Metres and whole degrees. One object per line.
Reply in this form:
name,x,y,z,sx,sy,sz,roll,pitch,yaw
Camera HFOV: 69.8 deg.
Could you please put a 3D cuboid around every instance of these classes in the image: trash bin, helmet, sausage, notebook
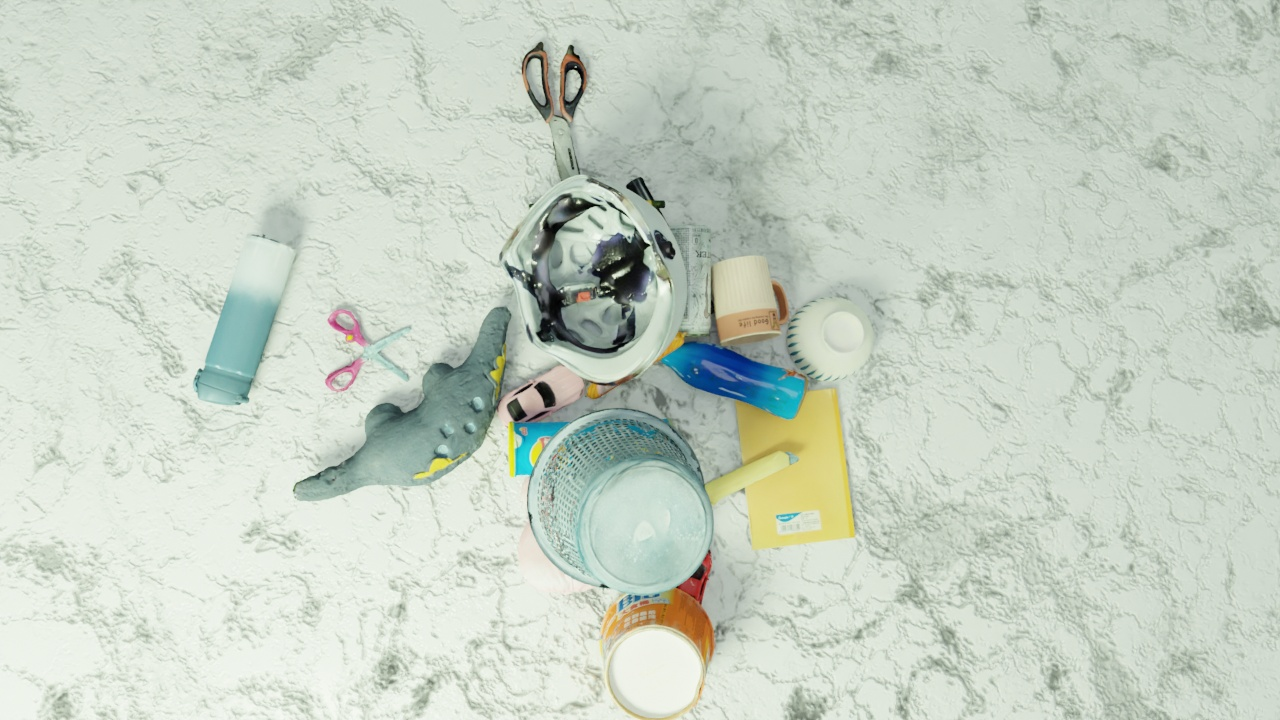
trash bin,-0.011,0.172,1.057,0.226,0.195,0.226,0,90,-11
helmet,-0.037,-0.103,1.167,0.230,0.145,0.258,-39,80,29
sausage,-0.007,0.007,1.203,0.165,0.021,0.021,-32,87,17
notebook,0.209,0.145,1.243,0.146,0.010,0.206,-6,84,-6

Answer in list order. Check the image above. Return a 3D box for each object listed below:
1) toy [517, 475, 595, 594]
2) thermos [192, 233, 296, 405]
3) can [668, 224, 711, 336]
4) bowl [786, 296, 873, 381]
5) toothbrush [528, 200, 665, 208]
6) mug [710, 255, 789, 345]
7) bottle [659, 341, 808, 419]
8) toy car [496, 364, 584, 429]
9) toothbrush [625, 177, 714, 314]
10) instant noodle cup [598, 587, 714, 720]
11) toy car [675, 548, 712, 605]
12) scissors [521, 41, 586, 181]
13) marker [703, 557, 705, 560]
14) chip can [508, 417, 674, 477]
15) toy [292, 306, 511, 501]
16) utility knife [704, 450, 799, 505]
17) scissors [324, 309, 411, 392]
toy,-0.100,0.220,1.183,0.121,0.054,0.159,-7,74,-7
thermos,-0.505,-0.050,1.169,0.070,0.070,0.220,16,82,-4
can,0.064,-0.105,1.212,0.058,0.058,0.147,-1,93,-6
bowl,0.262,-0.032,1.240,0.116,0.066,0.116,1,83,-6
toothbrush,-0.059,-0.207,1.242,0.186,0.012,0.017,0,91,4
mug,0.151,-0.080,1.234,0.114,0.082,0.106,-4,81,-33
bottle,0.110,0.015,1.217,0.219,0.065,0.065,19,82,3
toy car,-0.131,0.049,1.209,0.122,0.037,0.056,-30,89,-9
toothbrush,0.044,-0.154,1.254,0.027,0.026,0.212,-30,88,-1
instant noodle cup,0.019,0.366,1.133,0.151,0.111,0.151,0,95,2
toy car,0.063,0.291,1.203,0.049,0.031,0.106,16,80,-5
scissors,-0.099,-0.333,1.265,0.206,0.015,0.193,40,81,0
marker,0.065,0.205,1.209,0.018,0.015,0.124,-12,74,-2
chip can,-0.064,0.111,1.182,0.210,0.071,0.071,-1,83,-10
toy,-0.272,0.082,1.165,0.356,0.091,0.138,-41,76,-11
utility knife,0.135,0.159,1.222,0.163,0.018,0.031,-26,84,7
scissors,-0.363,-0.008,1.204,0.133,0.017,0.135,37,79,-4
